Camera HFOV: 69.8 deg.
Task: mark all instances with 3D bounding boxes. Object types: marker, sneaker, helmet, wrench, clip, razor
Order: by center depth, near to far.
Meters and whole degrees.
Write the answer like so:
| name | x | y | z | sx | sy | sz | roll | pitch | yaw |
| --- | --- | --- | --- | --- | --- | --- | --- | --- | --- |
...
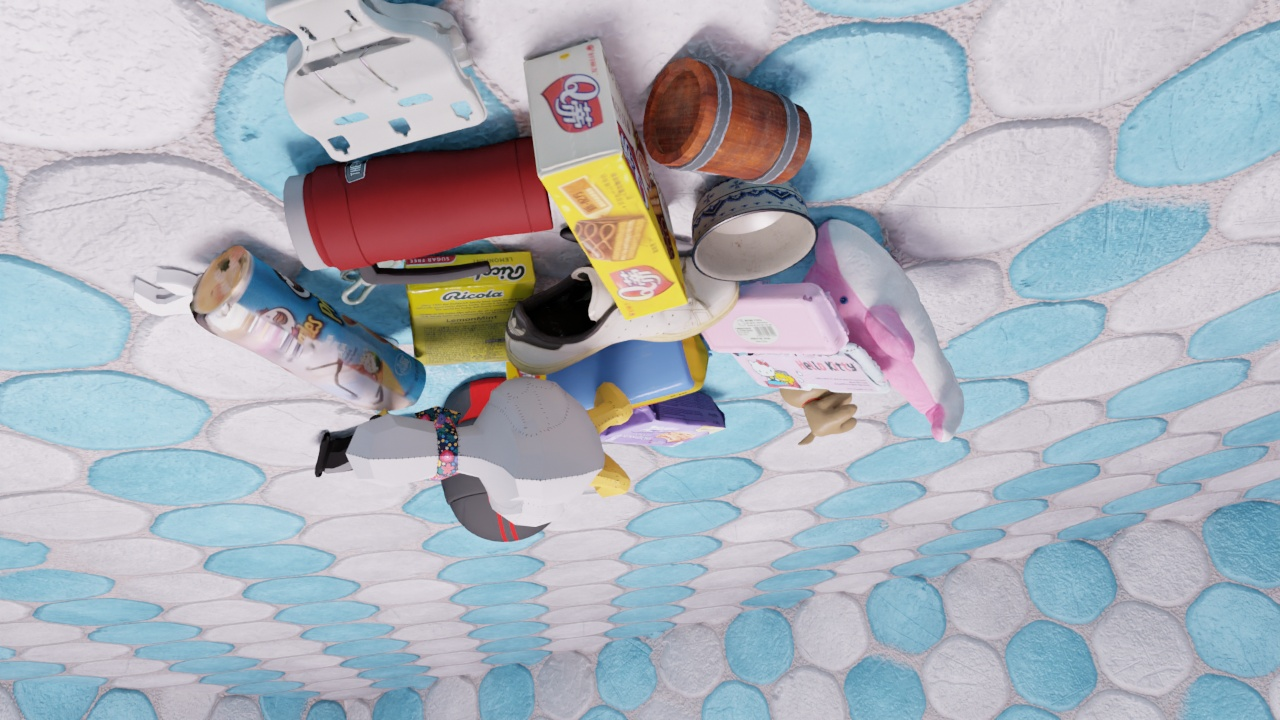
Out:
| name | x | y | z | sx | sy | sz | roll | pitch | yaw |
| --- | --- | --- | --- | --- | --- | --- | --- | --- | --- |
| clip | -0.186 | -0.210 | 0.613 | 0.126 | 0.091 | 0.151 | -15 | 139 | 9 |
| clip | -0.254 | -0.083 | 0.863 | 0.075 | 0.035 | 0.023 | -31 | 145 | 27 |
| sneaker | -0.019 | -0.062 | 0.886 | 0.241 | 0.088 | 0.102 | -19 | 154 | -8 |
| marker | -0.013 | -0.116 | 0.887 | 0.138 | 0.016 | 0.022 | 3 | -177 | -24 |
| wrench | -0.366 | -0.040 | 0.930 | 0.066 | 0.018 | 0.273 | -28 | 149 | 35 |
| helmet | -0.177 | 0.148 | 1.195 | 0.164 | 0.169 | 0.265 | -7 | 155 | -4 |
| razor | -0.356 | 0.111 | 1.203 | 0.156 | 0.057 | 0.060 | -12 | 122 | 9 |

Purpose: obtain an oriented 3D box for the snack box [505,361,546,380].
| name | x | y | z | sx | sy | sz | roll | pitch | yaw |
| --- | --- | --- | --- | --- | --- | --- | --- | --- | --- |
| snack box | -0.111 | 0.044 | 1.076 | 0.061 | 0.105 | 0.083 | -16 | 153 | 15 |

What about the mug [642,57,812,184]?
| name | x | y | z | sx | sy | sz | roll | pitch | yaw |
| --- | --- | --- | --- | --- | --- | --- | --- | --- | --- |
| mug | 0.059 | -0.177 | 0.725 | 0.111 | 0.081 | 0.118 | 6 | 168 | -35 |

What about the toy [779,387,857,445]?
| name | x | y | z | sx | sy | sz | roll | pitch | yaw |
| --- | --- | --- | --- | --- | --- | --- | --- | --- | --- |
| toy | 0.230 | 0.047 | 1.198 | 0.106 | 0.108 | 0.134 | -27 | 153 | 0 |

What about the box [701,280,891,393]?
| name | x | y | z | sx | sy | sz | roll | pitch | yaw |
| --- | --- | --- | --- | --- | --- | --- | --- | --- | --- |
| box | 0.147 | -0.016 | 0.954 | 0.154 | 0.044 | 0.202 | 54 | 155 | -22 |

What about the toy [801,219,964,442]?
| name | x | y | z | sx | sy | sz | roll | pitch | yaw |
| --- | --- | --- | --- | --- | --- | --- | --- | --- | --- |
| toy | 0.240 | -0.026 | 0.958 | 0.128 | 0.186 | 0.265 | -30 | 110 | 30 |

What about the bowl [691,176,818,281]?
| name | x | y | z | sx | sy | sz | roll | pitch | yaw |
| --- | --- | --- | --- | --- | --- | --- | --- | --- | --- |
| bowl | 0.100 | -0.128 | 0.844 | 0.115 | 0.059 | 0.116 | -7 | 154 | -4 |

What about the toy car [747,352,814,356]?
| name | x | y | z | sx | sy | sz | roll | pitch | yaw |
| --- | --- | --- | --- | --- | --- | --- | --- | --- | --- |
| toy car | 0.186 | -0.018 | 1.123 | 0.112 | 0.034 | 0.046 | -3 | 154 | -12 |

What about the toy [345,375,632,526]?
| name | x | y | z | sx | sy | sz | roll | pitch | yaw |
| --- | --- | --- | --- | --- | --- | --- | --- | --- | --- |
| toy | -0.133 | 0.086 | 0.869 | 0.267 | 0.141 | 0.247 | -1 | -174 | -29 |

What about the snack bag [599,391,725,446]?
| name | x | y | z | sx | sy | sz | roll | pitch | yaw |
| --- | --- | --- | --- | --- | --- | --- | --- | --- | --- |
| snack bag | 0.023 | 0.072 | 1.200 | 0.097 | 0.058 | 0.205 | -21 | 161 | 30 |

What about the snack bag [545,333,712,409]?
| name | x | y | z | sx | sy | sz | roll | pitch | yaw |
| --- | --- | --- | --- | --- | --- | --- | --- | --- | --- |
| snack bag | -0.006 | 0.006 | 1.059 | 0.159 | 0.102 | 0.205 | -15 | 173 | 13 |

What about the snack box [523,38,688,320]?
| name | x | y | z | sx | sy | sz | roll | pitch | yaw |
| --- | --- | --- | --- | --- | --- | --- | --- | --- | --- |
| snack box | -0.022 | -0.133 | 0.739 | 0.062 | 0.110 | 0.230 | -14 | 154 | 9 |

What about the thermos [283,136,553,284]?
| name | x | y | z | sx | sy | sz | roll | pitch | yaw |
| --- | --- | --- | --- | --- | --- | --- | --- | --- | --- |
| thermos | -0.173 | -0.116 | 0.743 | 0.198 | 0.084 | 0.108 | -10 | 117 | -2 |

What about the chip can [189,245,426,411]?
| name | x | y | z | sx | sy | sz | roll | pitch | yaw |
| --- | --- | --- | --- | --- | --- | --- | --- | --- | --- |
| chip can | -0.312 | -0.018 | 0.884 | 0.080 | 0.079 | 0.229 | -22 | 142 | 25 |

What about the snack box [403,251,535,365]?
| name | x | y | z | sx | sy | sz | roll | pitch | yaw |
| --- | --- | --- | --- | --- | --- | --- | --- | --- | --- |
| snack box | -0.176 | -0.050 | 0.938 | 0.121 | 0.045 | 0.181 | -5 | 157 | -14 |
